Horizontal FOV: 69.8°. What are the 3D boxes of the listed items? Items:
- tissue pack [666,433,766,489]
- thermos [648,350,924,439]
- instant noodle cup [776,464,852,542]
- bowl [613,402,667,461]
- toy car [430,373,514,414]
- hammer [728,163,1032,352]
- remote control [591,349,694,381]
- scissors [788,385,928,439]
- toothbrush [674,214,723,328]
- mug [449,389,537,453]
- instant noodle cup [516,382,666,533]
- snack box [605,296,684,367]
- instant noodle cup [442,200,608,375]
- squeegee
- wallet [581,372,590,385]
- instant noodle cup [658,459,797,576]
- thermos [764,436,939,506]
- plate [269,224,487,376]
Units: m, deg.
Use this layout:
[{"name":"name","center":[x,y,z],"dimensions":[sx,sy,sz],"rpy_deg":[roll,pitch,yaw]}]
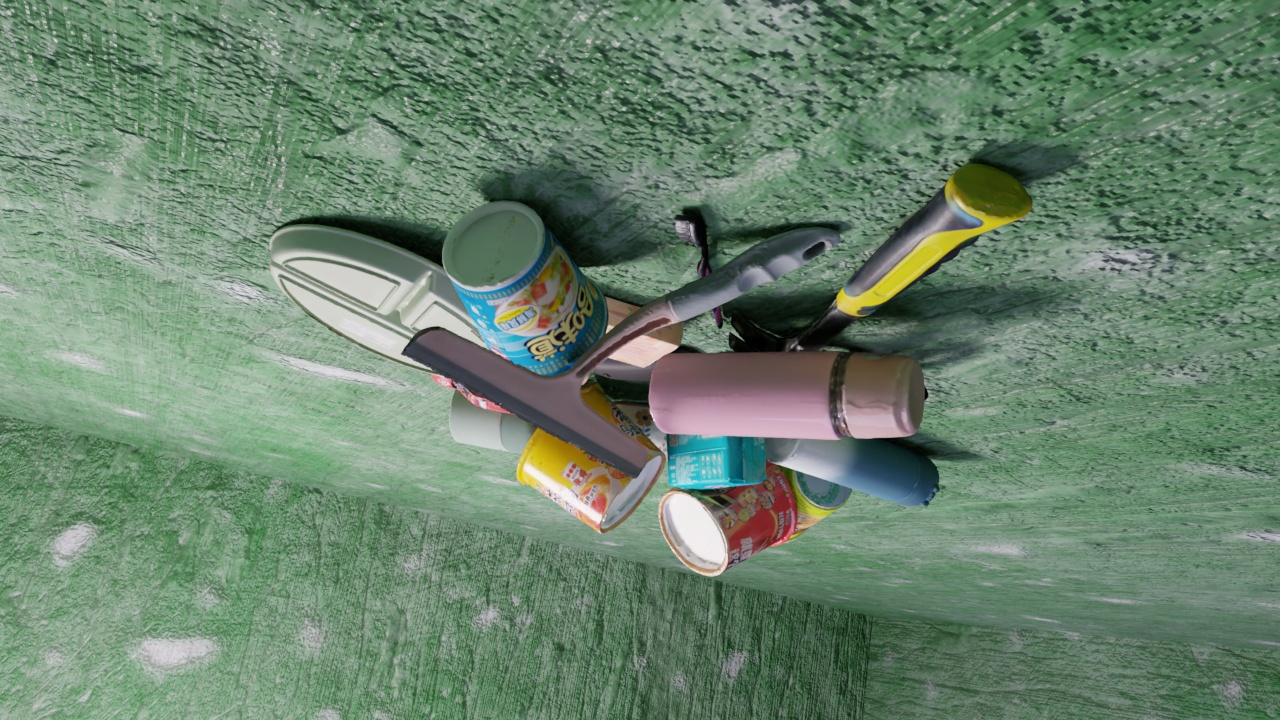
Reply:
[{"name":"tissue pack","center":[0.075,0.088,0.966],"dimensions":[0.050,0.093,0.134],"rpy_deg":[3,170,-32]},{"name":"thermos","center":[0.112,0.023,0.696],"dimensions":[0.199,0.067,0.087],"rpy_deg":[-2,-169,29]},{"name":"instant noodle cup","center":[0.190,0.153,1.105],"dimensions":[0.111,0.111,0.124],"rpy_deg":[15,155,-15]},{"name":"bowl","center":[0.002,0.095,1.091],"dimensions":[0.113,0.062,0.113],"rpy_deg":[9,164,2]},{"name":"toy car","center":[-0.151,0.023,0.914],"dimensions":[0.120,0.045,0.053],"rpy_deg":[15,160,-1]},{"name":"hammer","center":[0.147,-0.043,0.613],"dimensions":[0.126,0.031,0.324],"rpy_deg":[11,163,-6]},{"name":"remote control","center":[-0.005,0.005,0.869],"dimensions":[0.137,0.024,0.053],"rpy_deg":[0,161,32]},{"name":"scissors","center":[0.172,0.044,0.811],"dimensions":[0.190,0.021,0.229],"rpy_deg":[-16,-179,20]},{"name":"toothbrush","center":[0.045,-0.059,0.656],"dimensions":[0.018,0.014,0.189],"rpy_deg":[16,165,15]},{"name":"mug","center":[-0.143,0.057,1.038],"dimensions":[0.106,0.082,0.111],"rpy_deg":[7,-166,14]},{"name":"instant noodle cup","center":[-0.047,0.111,0.985],"dimensions":[0.110,0.138,0.138],"rpy_deg":[38,171,19]},{"name":"snack box","center":[-0.051,-0.034,0.769],"dimensions":[0.157,0.026,0.085],"rpy_deg":[16,162,-17]},{"name":"instant noodle cup","center":[-0.082,-0.051,0.636],"dimensions":[0.099,0.099,0.110],"rpy_deg":[5,153,18]},{"name":"squeegee","center":[0.019,-0.027,0.613],"dimensions":[0.250,0.040,0.247],"rpy_deg":[-31,139,22]},{"name":"wallet","center":[-0.120,0.006,0.946],"dimensions":[0.115,0.024,0.087],"rpy_deg":[18,157,-24]},{"name":"instant noodle cup","center":[0.096,0.178,1.062],"dimensions":[0.108,0.138,0.138],"rpy_deg":[-27,-172,-36]},{"name":"thermos","center":[0.231,0.106,0.986],"dimensions":[0.220,0.070,0.070],"rpy_deg":[20,161,-29]},{"name":"plate","center":[-0.209,-0.040,0.782],"dimensions":[0.230,0.027,0.230],"rpy_deg":[18,158,7]}]
